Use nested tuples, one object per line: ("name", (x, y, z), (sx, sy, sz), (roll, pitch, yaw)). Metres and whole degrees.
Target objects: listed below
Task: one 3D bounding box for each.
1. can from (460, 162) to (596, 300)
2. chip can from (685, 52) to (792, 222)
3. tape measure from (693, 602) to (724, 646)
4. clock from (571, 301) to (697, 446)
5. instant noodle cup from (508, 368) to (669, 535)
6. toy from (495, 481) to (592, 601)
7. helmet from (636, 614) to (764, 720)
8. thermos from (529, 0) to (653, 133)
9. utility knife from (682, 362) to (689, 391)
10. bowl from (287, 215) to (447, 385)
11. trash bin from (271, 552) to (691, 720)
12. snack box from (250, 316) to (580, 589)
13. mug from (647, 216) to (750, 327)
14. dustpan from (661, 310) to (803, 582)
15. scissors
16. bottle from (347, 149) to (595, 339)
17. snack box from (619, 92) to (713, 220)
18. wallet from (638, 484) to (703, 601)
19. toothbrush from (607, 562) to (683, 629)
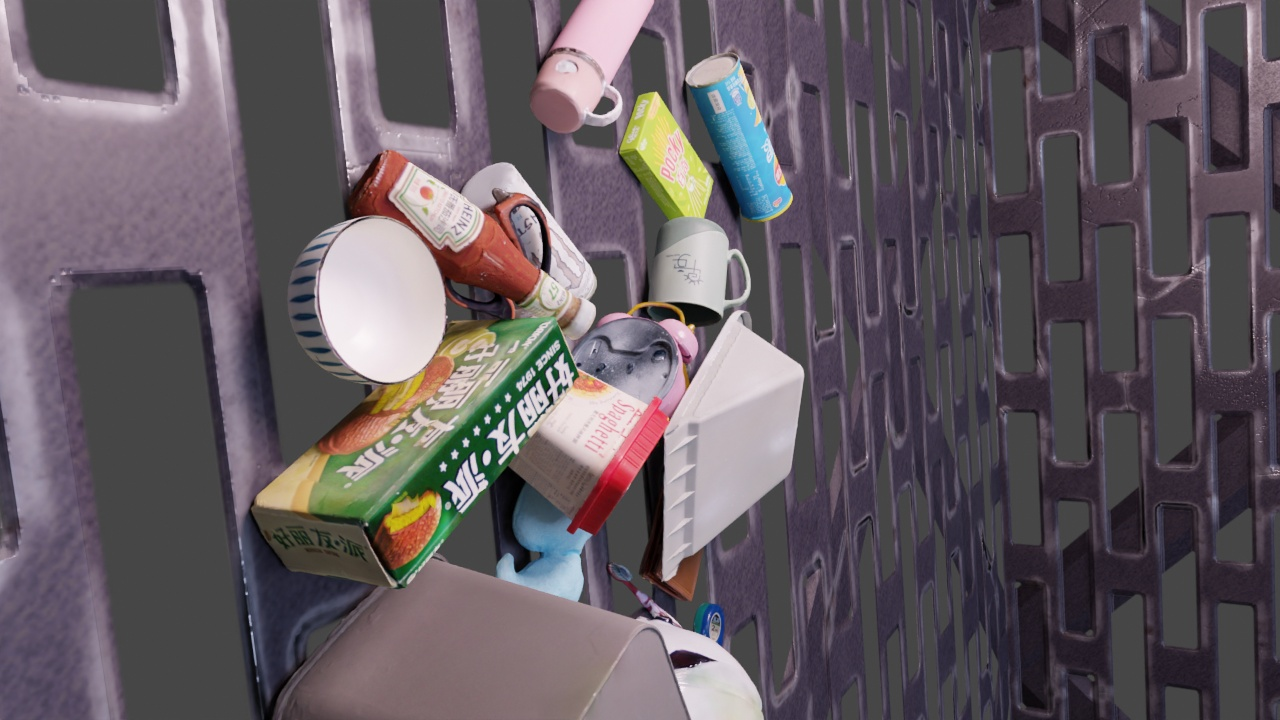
("can", (-0.097, -0.105, 0.815), (0.147, 0.058, 0.058), (52, 48, -43))
("chip can", (0.128, -0.279, 1.165), (0.210, 0.071, 0.071), (60, 42, -37))
("tape measure", (0.082, 0.323, 1.116), (0.058, 0.025, 0.054), (42, 53, -54))
("clock", (-0.005, 0.005, 0.908), (0.060, 0.117, 0.158), (58, 45, -54))
("instant noodle cup", (-0.057, 0.068, 0.796), (0.116, 0.124, 0.117), (-54, 177, -44))
("toy", (-0.078, 0.155, 0.845), (0.161, 0.050, 0.156), (-14, 97, -52))
("helmet", (0.043, 0.386, 0.939), (0.259, 0.146, 0.228), (52, 47, -43))
("thermos", (-0.038, -0.302, 0.893), (0.067, 0.087, 0.198), (101, 8, -56))
("utility knife", (0.057, 0.077, 1.079), (0.033, 0.015, 0.218), (-25, 104, -59))
("bowl", (-0.200, -0.040, 0.645), (0.116, 0.066, 0.116), (6, 82, -57))
("trash bin", (-0.098, 0.270, 0.654), (0.198, 0.220, 0.199), (-47, 129, -47))
("snack box", (-0.153, 0.055, 0.670), (0.239, 0.115, 0.063), (-51, 131, -44))
("mug", (0.068, -0.099, 1.029), (0.082, 0.112, 0.106), (77, 19, -71))
("dustpan", (0.076, 0.068, 1.012), (0.257, 0.143, 0.223), (-27, 136, -30))
("scissors", (-0.109, -0.045, 0.796), (0.213, 0.015, 0.198), (11, 113, -37))
("bottle", (-0.123, -0.081, 0.708), (0.206, 0.060, 0.059), (34, 58, -25))
("snack box", (0.033, -0.222, 1.056), (0.156, 0.026, 0.085), (47, 50, -46))
("wallet", (0.044, 0.206, 1.057), (0.101, 0.032, 0.124), (49, 50, -49))
("toothbrush", (0.013, 0.269, 1.015), (0.187, 0.017, 0.016), (54, 47, -41))
